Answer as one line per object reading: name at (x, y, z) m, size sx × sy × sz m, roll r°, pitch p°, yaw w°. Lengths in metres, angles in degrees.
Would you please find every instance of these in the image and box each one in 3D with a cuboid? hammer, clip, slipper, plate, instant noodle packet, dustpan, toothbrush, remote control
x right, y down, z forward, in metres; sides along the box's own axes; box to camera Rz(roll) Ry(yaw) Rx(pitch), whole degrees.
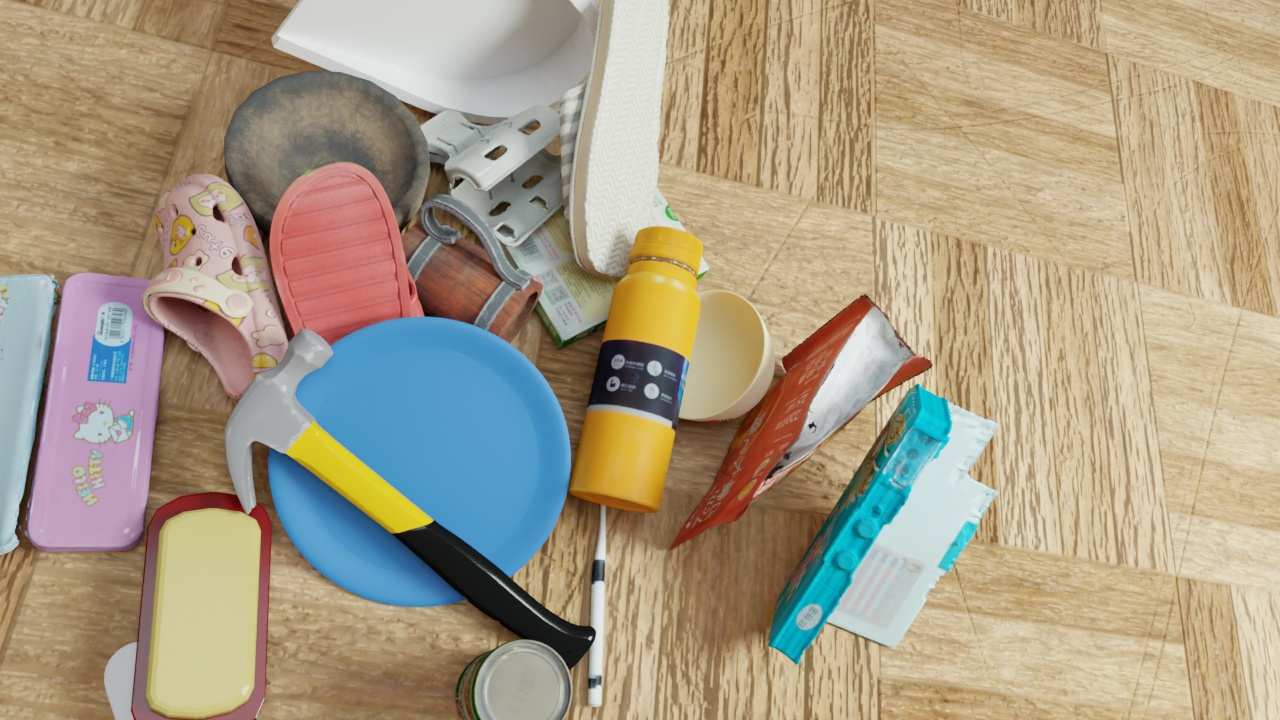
hammer at (-0.166, 0.128, 0.687) m, size 0.323 × 0.029 × 0.127 m, roll 42°, pitch 88°, yaw -12°
clip at (-0.129, -0.186, 0.812) m, size 0.151 × 0.106 × 0.126 m, roll 40°, pitch 53°, yaw 4°
slipper at (-0.331, -0.051, 0.698) m, size 0.081 × 0.093 × 0.197 m, roll -14°, pitch 77°, yaw -50°
plate at (-0.167, 0.078, 0.709) m, size 0.224 × 0.024 × 0.224 m, roll -1°, pitch 96°, yaw -10°
instant noodle packet at (0.114, 0.066, 0.757) m, size 0.084 × 0.165 × 0.220 m, roll 47°, pitch 63°, yaw 2°
dustpan at (-0.143, -0.279, 0.783) m, size 0.257 × 0.192 × 0.053 m, roll -1°, pitch 66°, yaw -50°
slipper at (-0.023, -0.210, 0.800) m, size 0.054 × 0.114 × 0.272 m, roll 10°, pitch 95°, yaw 29°
slipper at (-0.224, -0.029, 0.725) m, size 0.103 × 0.059 × 0.249 m, roll -12°, pitch 101°, yaw -13°
toothbrush at (-0.038, 0.184, 0.750) m, size 0.017 × 0.012 × 0.186 m, roll 2°, pitch 69°, yaw -2°
remote control at (-0.329, 0.259, 0.630) m, size 0.043 × 0.013 × 0.136 m, roll -21°, pitch 77°, yaw -23°

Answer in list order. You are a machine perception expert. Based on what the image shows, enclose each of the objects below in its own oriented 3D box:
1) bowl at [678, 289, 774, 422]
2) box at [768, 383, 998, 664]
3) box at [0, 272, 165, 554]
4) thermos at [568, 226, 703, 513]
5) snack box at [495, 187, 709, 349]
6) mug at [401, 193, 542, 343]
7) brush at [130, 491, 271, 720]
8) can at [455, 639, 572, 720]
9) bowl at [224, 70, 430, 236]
bowl at (0.072, 0.006, 0.812) m, size 0.074 × 0.118 × 0.117 m, roll 33°, pitch 53°, yaw -51°
box at (0.196, 0.132, 0.744) m, size 0.168 × 0.228 × 0.086 m, roll 10°, pitch 25°, yaw -43°
box at (-0.436, 0.036, 0.674) m, size 0.151 × 0.041 × 0.214 m, roll 0°, pitch 70°, yaw -13°
thermos at (-0.005, 0.004, 0.767) m, size 0.076 × 0.092 × 0.232 m, roll 30°, pitch 66°, yaw -49°
snack box at (-0.038, -0.103, 0.852) m, size 0.167 × 0.027 × 0.132 m, roll -28°, pitch 80°, yaw -25°
mug at (-0.144, -0.073, 0.762) m, size 0.111 × 0.118 × 0.081 m, roll 34°, pitch 46°, yaw 2°
brush at (-0.305, 0.177, 0.643) m, size 0.082 × 0.042 × 0.173 m, roll 4°, pitch 65°, yaw -25°
can at (-0.093, 0.236, 0.651) m, size 0.067 × 0.121 × 0.067 m, roll 6°, pitch 68°, yaw -15°
bowl at (-0.263, -0.159, 0.780) m, size 0.162 × 0.070 × 0.162 m, roll 6°, pitch 68°, yaw -15°
